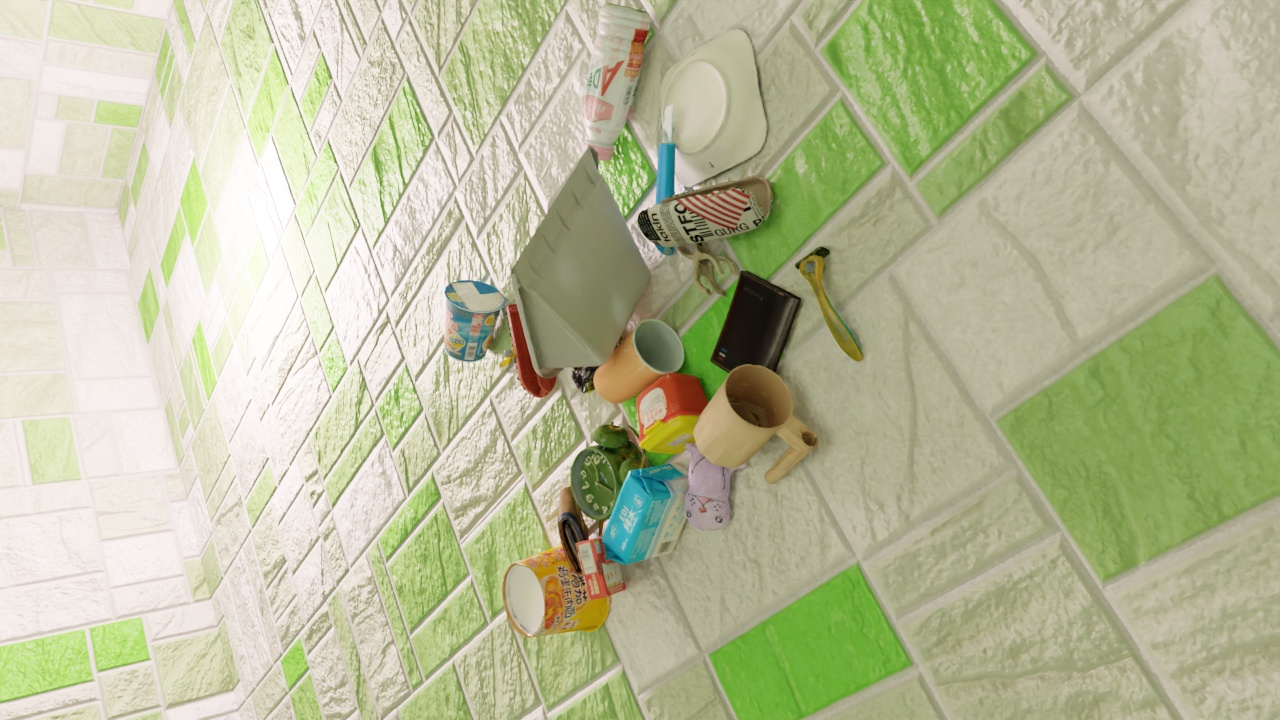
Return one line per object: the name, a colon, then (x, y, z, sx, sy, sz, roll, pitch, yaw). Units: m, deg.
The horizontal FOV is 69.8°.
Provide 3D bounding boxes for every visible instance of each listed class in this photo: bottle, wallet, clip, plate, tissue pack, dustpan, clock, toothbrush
bottle: (-0.038, -0.367, 1.222, 0.068, 0.068, 0.197, 36, 122, 41)
wallet: (0.135, -0.035, 1.087, 0.096, 0.020, 0.122, 34, 115, 41)
clip: (0.074, -0.111, 1.138, 0.104, 0.034, 0.083, 37, 119, 45)
plate: (0.077, -0.307, 1.120, 0.165, 0.034, 0.163, -18, 79, 47)
wallet: (-0.094, 0.239, 1.295, 0.115, 0.033, 0.090, -110, 3, -75)
tissue pack: (0.010, 0.198, 1.188, 0.063, 0.089, 0.140, 40, 121, 38)
dustpan: (-0.099, -0.098, 1.181, 0.143, 0.258, 0.222, -1, 50, 37)
clock: (-0.038, 0.155, 1.262, 0.116, 0.056, 0.162, 53, 128, 30)
toothbrush: (-0.209, 0.001, 1.411, 0.192, 0.018, 0.016, 150, 112, -74)

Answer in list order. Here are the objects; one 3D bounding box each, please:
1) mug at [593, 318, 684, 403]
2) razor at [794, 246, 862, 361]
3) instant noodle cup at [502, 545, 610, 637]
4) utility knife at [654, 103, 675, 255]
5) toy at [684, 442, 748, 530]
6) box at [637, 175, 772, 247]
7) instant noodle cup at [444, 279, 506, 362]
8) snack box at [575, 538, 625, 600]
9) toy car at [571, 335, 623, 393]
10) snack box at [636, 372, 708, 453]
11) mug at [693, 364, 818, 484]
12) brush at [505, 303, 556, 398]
mug: (-0.007, 0.007, 1.210, 0.123, 0.078, 0.078, -39, 64, 48)
razor: (0.209, -0.058, 1.000, 0.043, 0.028, 0.132, -35, 69, 40)
instant noodle cup: (-0.128, 0.337, 1.336, 0.138, 0.109, 0.138, 2, 93, 48)
utility knife: (0.033, -0.227, 1.155, 0.034, 0.018, 0.191, 35, 132, 47)
toy: (0.088, 0.161, 1.139, 0.084, 0.038, 0.108, 12, 101, 24)
box: (0.080, -0.182, 1.098, 0.163, 0.087, 0.076, -10, 129, 35)
instant noodle cup: (-0.276, -0.059, 1.491, 0.099, 0.099, 0.110, 44, 130, 37)
snack box: (-0.051, 0.278, 1.232, 0.025, 0.153, 0.075, -15, 78, 6)
toy car: (-0.056, 0.000, 1.291, 0.105, 0.032, 0.048, -54, 53, 21)
snack box: (0.040, 0.065, 1.156, 0.091, 0.082, 0.080, -40, 54, 41)
mug: (0.131, 0.079, 1.050, 0.124, 0.084, 0.104, 40, 143, 7)
brush: (-0.159, -0.016, 1.379, 0.069, 0.063, 0.145, -18, 81, 60)
